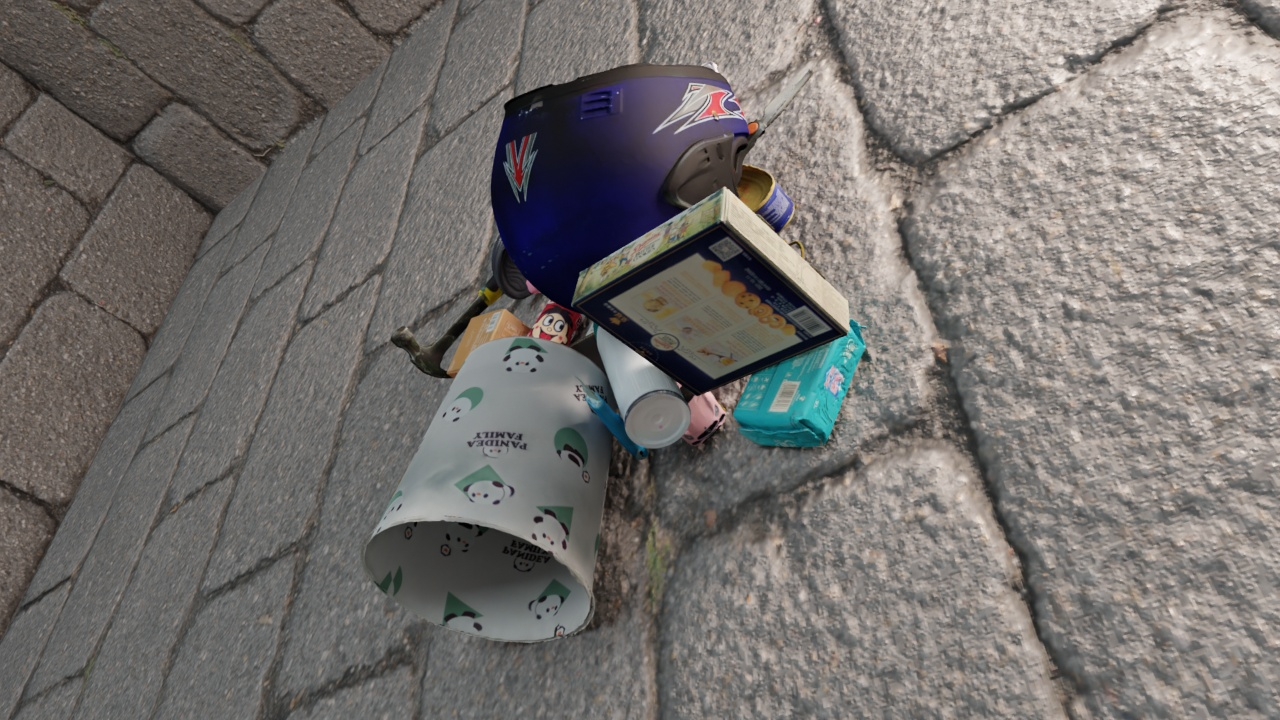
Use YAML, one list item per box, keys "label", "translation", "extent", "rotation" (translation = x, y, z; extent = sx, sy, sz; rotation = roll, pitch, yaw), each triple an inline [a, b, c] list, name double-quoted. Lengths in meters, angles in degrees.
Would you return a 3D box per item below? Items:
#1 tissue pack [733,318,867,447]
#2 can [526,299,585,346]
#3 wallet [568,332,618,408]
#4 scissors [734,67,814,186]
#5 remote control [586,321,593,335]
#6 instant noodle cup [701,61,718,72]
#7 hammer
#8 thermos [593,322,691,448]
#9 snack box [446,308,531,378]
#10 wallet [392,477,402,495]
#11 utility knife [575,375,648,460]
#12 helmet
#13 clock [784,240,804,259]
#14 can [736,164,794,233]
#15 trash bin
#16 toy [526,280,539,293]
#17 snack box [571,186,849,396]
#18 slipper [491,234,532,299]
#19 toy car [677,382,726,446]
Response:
- label: "tissue pack"
  translation: [0.152, 0.017, 0.870]
  extent: [0.093, 0.050, 0.133]
  rotation: [1, 58, 52]
- label: "can"
  translation: [-0.119, -0.032, 1.211]
  extent: [0.053, 0.053, 0.132]
  rotation: [-6, 47, 46]
- label: "wallet"
  translation: [-0.050, 0.016, 1.104]
  extent: [0.097, 0.020, 0.122]
  rotation: [-28, 46, 25]
- label: "scissors"
  translation: [0.135, -0.255, 1.091]
  extent: [0.235, 0.021, 0.142]
  rotation: [-33, 45, 18]
- label: "remote control"
  translation: [-0.028, -0.071, 1.185]
  extent: [0.058, 0.021, 0.149]
  rotation: [1, 60, 49]
- label: "instant noodle cup"
  translation: [0.057, -0.327, 1.298]
  extent: [0.174, 0.060, 0.137]
  rotation: [-34, 37, 24]
- label: "hammer"
  translation: [-0.221, -0.103, 1.377]
  extent: [0.322, 0.126, 0.032]
  rotation: [-50, 31, -19]
- label: "thermos"
  translation: [-0.006, 0.006, 0.987]
  extent: [0.073, 0.073, 0.224]
  rotation: [-42, 30, 12]
- label: "snack box"
  translation: [-0.189, -0.001, 1.235]
  extent: [0.077, 0.094, 0.092]
  rotation: [-11, 50, 43]
- label: "wallet"
  translation: [-0.234, 0.154, 1.122]
  extent: [0.090, 0.115, 0.033]
  rotation: [-54, 40, -6]
- label: "utility knife"
  translation: [-0.032, 0.056, 0.920]
  extent: [0.018, 0.194, 0.034]
  rotation: [-43, 60, -5]
- label: "helmet"
  translation: [-0.005, -0.169, 0.974]
  extent: [0.248, 0.240, 0.314]
  rotation: [-6, 9, 43]
- label: "clock"
  translation: [0.128, -0.083, 0.987]
  extent: [0.122, 0.055, 0.082]
  rotation: [-36, 35, 25]
- label: "can"
  translation: [0.121, -0.192, 1.105]
  extent: [0.074, 0.049, 0.148]
  rotation: [-53, 34, -5]
- label: "trash bin"
  translation: [-0.134, 0.126, 0.956]
  extent: [0.230, 0.229, 0.251]
  rotation: [-23, 36, 34]
- label: "toy"
  translation: [-0.057, -0.167, 1.218]
  extent: [0.195, 0.074, 0.178]
  rotation: [-2, 61, 29]
- label: "snack box"
  translation: [0.063, -0.052, 0.832]
  extent: [0.183, 0.178, 0.045]
  rotation: [-24, 43, 38]
- label: "slipper"
  translation: [-0.105, -0.194, 1.316]
  extent: [0.268, 0.110, 0.083]
  rotation: [-47, 37, -1]
- label: "toy car"
  translation: [0.048, 0.041, 0.979]
  extent: [0.056, 0.037, 0.122]
  rotation: [-46, 35, 8]
